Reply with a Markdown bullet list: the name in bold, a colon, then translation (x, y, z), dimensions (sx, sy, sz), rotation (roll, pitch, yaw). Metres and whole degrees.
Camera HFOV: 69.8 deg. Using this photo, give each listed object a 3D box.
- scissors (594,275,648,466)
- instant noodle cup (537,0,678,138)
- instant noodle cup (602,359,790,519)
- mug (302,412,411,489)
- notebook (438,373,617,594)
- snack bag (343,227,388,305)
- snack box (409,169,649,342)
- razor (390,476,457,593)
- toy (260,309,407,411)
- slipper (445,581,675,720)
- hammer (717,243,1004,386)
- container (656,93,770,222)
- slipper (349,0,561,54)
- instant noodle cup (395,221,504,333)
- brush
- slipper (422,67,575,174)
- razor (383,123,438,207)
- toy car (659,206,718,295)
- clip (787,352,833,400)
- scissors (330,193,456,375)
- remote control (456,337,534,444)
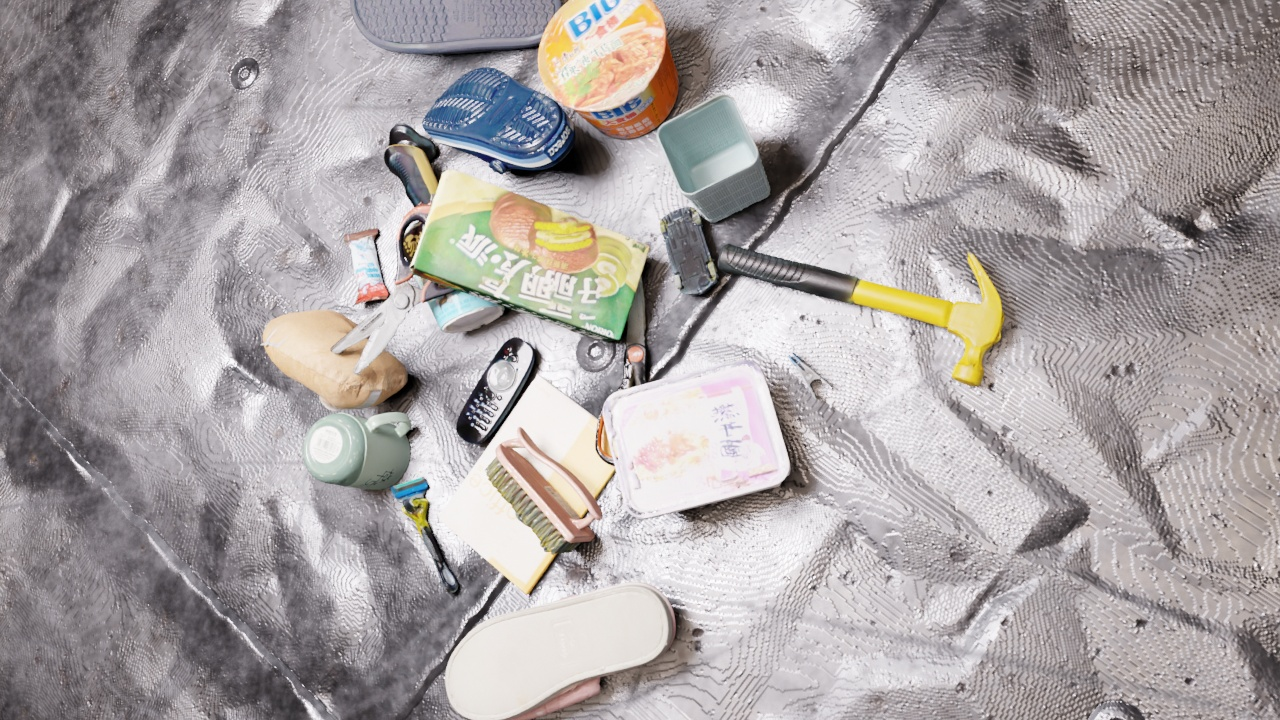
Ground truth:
- **scissors**: translation (-0.021, 0.007, 1.030), dimensions (0.125, 0.022, 0.234), rotation (-18, 74, 3)
- **instant noodle cup**: translation (-0.027, -0.333, 1.056), dimensions (0.151, 0.111, 0.151), rotation (-4, 78, 17)
- **instant noodle cup**: translation (0.057, 0.085, 0.960), dimensions (0.173, 0.060, 0.138), rotation (-14, 75, 0)
- **mug**: translation (-0.322, 0.098, 1.071), dimensions (0.112, 0.106, 0.082), rotation (-38, 69, 7)
- **notebook**: translation (-0.123, 0.139, 1.048), dimensions (0.146, 0.010, 0.206), rotation (36, 91, 19)
- **snack bag**: translation (-0.349, -0.119, 1.166), dimensions (0.048, 0.026, 0.104), rotation (-13, 76, 3)
- **snack box**: translation (-0.119, -0.111, 1.004), dimensions (0.240, 0.063, 0.114), rotation (20, 84, -16)
- **razor**: translation (-0.247, 0.206, 1.071), dimensions (0.042, 0.022, 0.142), rotation (-18, 72, -32)
- **toy**: translation (-0.383, -0.019, 1.098), dimensions (0.226, 0.143, 0.082), rotation (35, 103, 32)
- **slipper**: translation (-0.086, 0.309, 0.979), dimensions (0.275, 0.054, 0.114), rotation (-25, 73, 15)
- **hammer**: translation (0.226, -0.074, 0.963), dimensions (0.301, 0.033, 0.128), rotation (17, 85, 20)
- **container**: translation (0.084, -0.213, 0.996), dimensions (0.090, 0.111, 0.090), rotation (-25, 73, 12)
- **slipper**: translation (-0.231, -0.435, 1.170), dimensions (0.268, 0.083, 0.110), rotation (2, 90, 1)
- **instant noodle cup**: translation (-0.215, -0.100, 1.081), dimensions (0.111, 0.111, 0.120), rotation (-24, 80, 12)
- **brush**: translation (-0.107, 0.141, 1.004), dimensions (0.073, 0.063, 0.145), rotation (-47, 69, 8)
- **slipper**: translation (-0.159, -0.276, 1.097), dimensions (0.253, 0.095, 0.105), rotation (25, 73, 42)
- **razor**: translation (-0.269, -0.224, 1.129), dimensions (0.067, 0.062, 0.167), rotation (-12, 53, -25)
- **toy car**: translation (0.055, -0.121, 1.030), dimensions (0.049, 0.031, 0.105), rotation (-19, 73, 15)
- **clip**: translation (0.178, 0.013, 0.967), dimensions (0.028, 0.024, 0.057), rotation (-42, 73, 10)
- **scissors**: translation (-0.259, -0.087, 1.022), dimensions (0.197, 0.015, 0.214), rotation (-5, 89, -6)
- **remote control**: translation (-0.168, 0.037, 1.076), dimensions (0.053, 0.024, 0.136), rotation (31, 89, 23)
